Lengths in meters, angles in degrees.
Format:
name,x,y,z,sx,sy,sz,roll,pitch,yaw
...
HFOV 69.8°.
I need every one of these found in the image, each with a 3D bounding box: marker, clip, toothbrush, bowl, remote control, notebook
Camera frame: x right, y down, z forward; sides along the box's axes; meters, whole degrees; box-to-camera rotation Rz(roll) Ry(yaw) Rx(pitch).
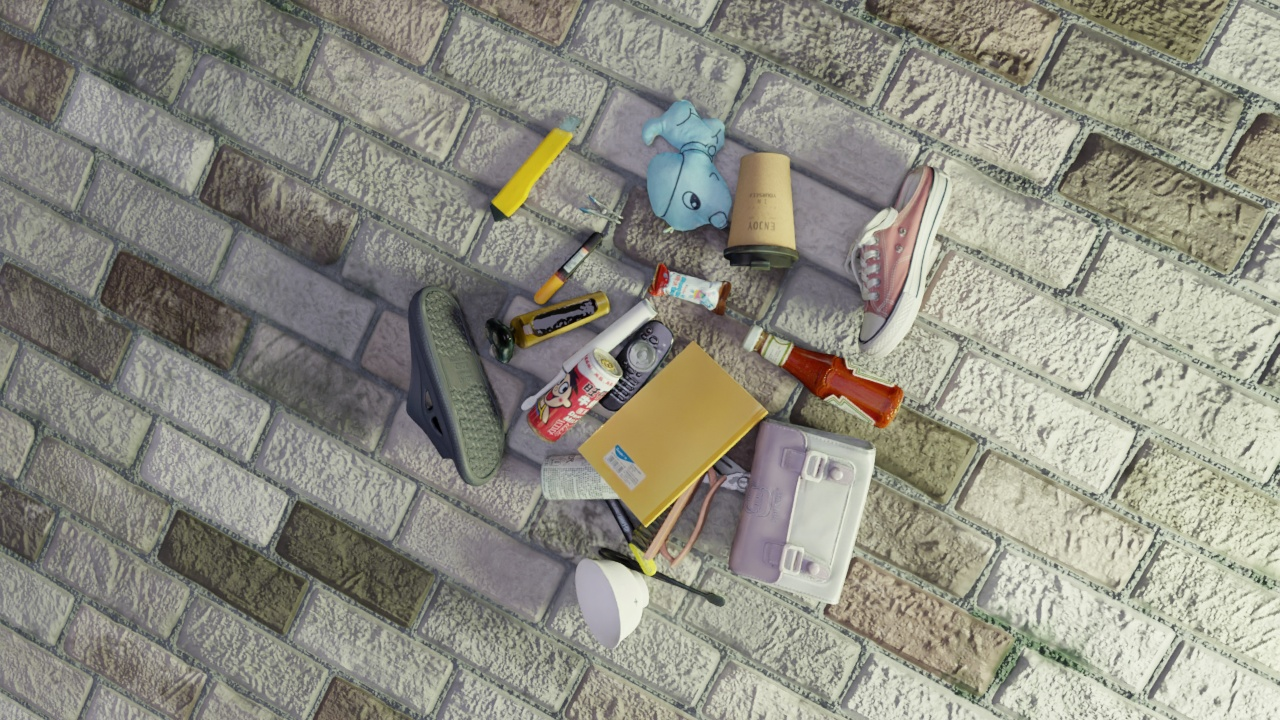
name,x,y,z,sx,sy,sz,roll,pitch,yaw
marker,-0.094,-0.121,1.205,0.018,0.015,0.124,44,96,2
clip,-0.048,-0.193,1.188,0.058,0.027,0.044,29,89,5
toothbrush,-0.071,-0.004,1.203,0.221,0.026,0.027,-38,95,9
bowl,-0.029,0.306,1.191,0.064,0.118,0.118,-13,92,-30
marker,-0.014,0.227,1.209,0.018,0.015,0.124,-31,82,5
remote control,-0.007,0.007,1.194,0.053,0.024,0.136,40,102,8
notebook,0.037,0.088,1.149,0.206,0.010,0.146,-43,59,-3
toothbrush,0.028,0.285,1.214,0.181,0.018,0.015,21,95,9

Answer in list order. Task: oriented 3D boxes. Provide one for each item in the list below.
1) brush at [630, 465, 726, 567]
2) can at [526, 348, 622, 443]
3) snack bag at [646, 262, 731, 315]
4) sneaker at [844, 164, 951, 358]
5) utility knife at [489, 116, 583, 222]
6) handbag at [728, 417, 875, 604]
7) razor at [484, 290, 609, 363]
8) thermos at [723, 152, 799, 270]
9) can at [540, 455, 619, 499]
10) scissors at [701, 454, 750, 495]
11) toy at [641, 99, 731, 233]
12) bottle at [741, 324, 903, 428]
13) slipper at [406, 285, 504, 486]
name,x,y,z,sx,sy,sz,roll,pitch,yaw
brush,0.052,0.190,1.172,0.073,0.063,0.146,33,103,16
can,-0.085,0.045,1.182,0.053,0.053,0.133,47,110,3
snack bag,0.063,-0.092,1.177,0.105,0.026,0.045,16,93,5
sneaker,0.294,-0.125,1.101,0.088,0.118,0.241,18,90,-11
utility knife,-0.137,-0.252,1.202,0.033,0.015,0.177,42,97,-2
handbag,0.197,0.181,1.128,0.145,0.098,0.197,13,95,13
razor,-0.120,-0.049,1.192,0.167,0.067,0.062,-20,91,3
thermos,0.151,-0.178,1.130,0.093,0.093,0.143,3,87,8
can,-0.054,0.151,1.194,0.147,0.058,0.058,-2,93,9
scissors,0.157,0.165,1.186,0.225,0.015,0.189,-15,91,10
toy,0.057,-0.237,1.157,0.161,0.049,0.156,34,97,11
bottle,0.224,0.015,1.145,0.206,0.059,0.060,28,97,6
slipper,-0.256,0.038,1.204,0.083,0.110,0.268,-19,86,25
